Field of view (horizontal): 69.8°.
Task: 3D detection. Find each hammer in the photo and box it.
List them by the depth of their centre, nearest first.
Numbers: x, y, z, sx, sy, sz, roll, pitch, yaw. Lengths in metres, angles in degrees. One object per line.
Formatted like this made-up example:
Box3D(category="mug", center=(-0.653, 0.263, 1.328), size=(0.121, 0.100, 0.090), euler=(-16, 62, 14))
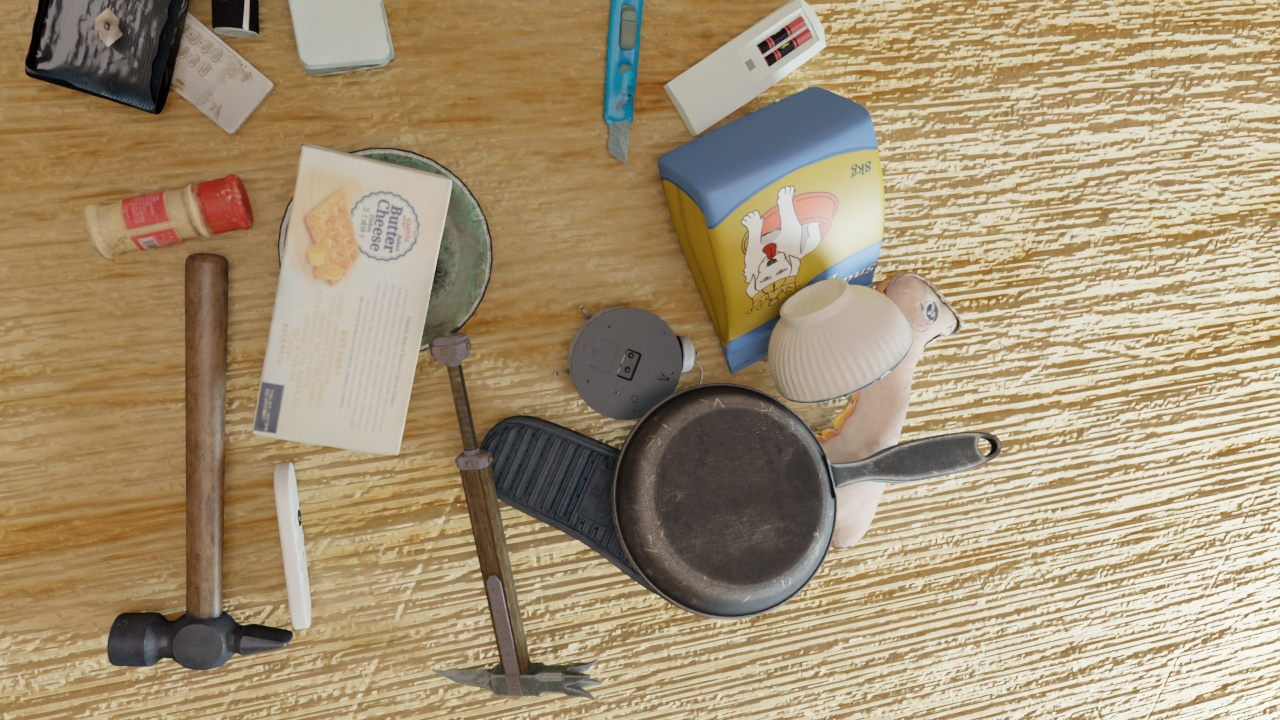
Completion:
Box3D(category="hammer", center=(-0.333, 0.079, 0.705), size=(0.129, 0.040, 0.322), euler=(2, 96, -8))
Box3D(category="hammer", center=(-0.129, 0.130, 0.741), size=(0.147, 0.028, 0.317), euler=(-5, 105, 15))

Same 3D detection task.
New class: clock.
Box3D(category="clock", center=(-0.004, 0.005, 0.781), size=(0.122, 0.035, 0.094), euler=(20, 93, -17))

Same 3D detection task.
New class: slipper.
Box3D(category="slipper", center=(-0.011, 0.123, 0.781), size=(0.263, 0.082, 0.101), euler=(26, 89, 3))

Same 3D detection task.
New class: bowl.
Box3D(category="bowl", center=(-0.197, -0.084, 0.715), size=(0.157, 0.038, 0.157), euler=(-2, 99, -14))
Box3D(category="bowl", center=(0.152, -0.025, 0.738), size=(0.118, 0.118, 0.062), euler=(-33, 112, -7))

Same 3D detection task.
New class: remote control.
Box3D(category="remote control", center=(-0.340, -0.230, 0.670), size=(0.136, 0.011, 0.050), euler=(40, 88, -17))
Box3D(category="remote control", center=(-0.276, 0.148, 0.730), size=(0.013, 0.043, 0.136), euler=(-6, 100, -14))
Box3D(category="remote control", center=(0.092, -0.249, 0.769), size=(0.143, 0.024, 0.049), euler=(-35, 105, -7))

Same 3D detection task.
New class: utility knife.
Box3D(category="utility knife", center=(-0.012, -0.252, 0.749), size=(0.031, 0.015, 0.179), euler=(3, 100, -10))

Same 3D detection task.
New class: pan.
Box3D(category="pan", center=(0.151, 0.096, 0.750), size=(0.356, 0.055, 0.187), euler=(-9, 79, -14))

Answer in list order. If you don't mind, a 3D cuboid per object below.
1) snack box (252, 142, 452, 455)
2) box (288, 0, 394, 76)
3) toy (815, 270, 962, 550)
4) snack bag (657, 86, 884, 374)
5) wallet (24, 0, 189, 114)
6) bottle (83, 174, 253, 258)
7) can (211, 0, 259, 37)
Box3D(category="snack box", center=(-0.209, -0.042, 0.667), size=(0.104, 0.057, 0.208), euler=(11, 97, -16))
Box3D(category="box", center=(-0.230, -0.314, 0.667), size=(0.083, 0.066, 0.199), euler=(-9, 100, 7))
Box3D(category="toy", center=(0.179, 0.044, 0.812), size=(0.196, 0.065, 0.264), euler=(8, 103, -24))
Box3D(category="snack bag", center=(0.120, -0.099, 0.771), size=(0.159, 0.102, 0.205), euler=(-26, 126, -9))
Box3D(category="wallet", center=(-0.368, -0.240, 0.640), size=(0.089, 0.026, 0.115), euler=(16, 94, -14))
Box3D(category="bottle", center=(-0.344, -0.105, 0.673), size=(0.109, 0.044, 0.044), euler=(-15, 102, -11))
Box3D(category="can", center=(-0.293, -0.278, 0.663), size=(0.031, 0.031, 0.080), euler=(0, 99, -14))
